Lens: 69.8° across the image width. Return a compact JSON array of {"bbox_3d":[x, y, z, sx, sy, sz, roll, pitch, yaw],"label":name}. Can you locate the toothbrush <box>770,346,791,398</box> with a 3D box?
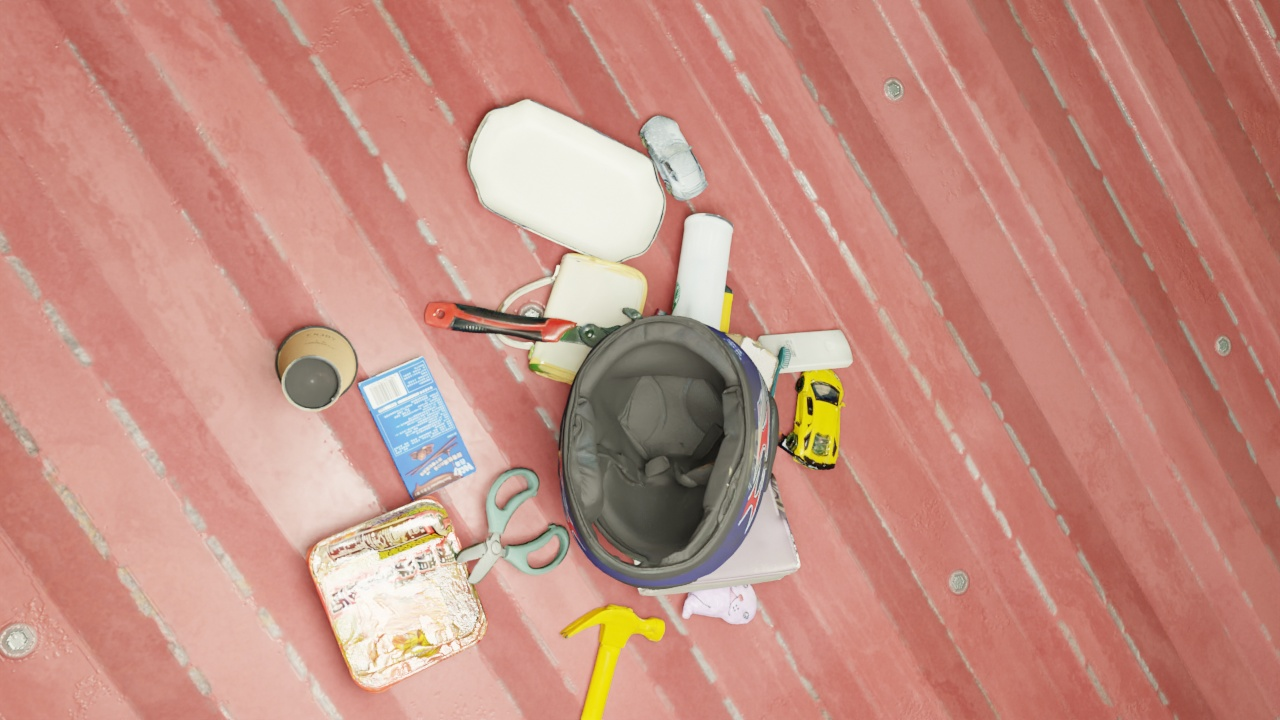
[{"bbox_3d":[0.177,0.075,1.250,0.018,0.016,0.192,8,99,-23],"label":"toothbrush"}]

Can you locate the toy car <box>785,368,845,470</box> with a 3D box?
[{"bbox_3d":[0.247,0.077,1.277,0.071,0.041,0.155,17,69,-19],"label":"toy car"}]

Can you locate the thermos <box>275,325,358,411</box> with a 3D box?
[{"bbox_3d":[-0.366,0.012,1.032,0.093,0.143,0.093,-3,99,-16],"label":"thermos"}]

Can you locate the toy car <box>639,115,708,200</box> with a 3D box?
[{"bbox_3d":[0.046,-0.276,1.246,0.054,0.037,0.120,-31,93,-18],"label":"toy car"}]

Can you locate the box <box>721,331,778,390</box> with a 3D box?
[{"bbox_3d":[0.117,0.046,1.217,0.089,0.062,0.184,31,74,-37],"label":"box"}]

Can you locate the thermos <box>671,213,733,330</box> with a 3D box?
[{"bbox_3d":[0.073,-0.078,1.204,0.073,0.073,0.224,15,72,-17],"label":"thermos"}]

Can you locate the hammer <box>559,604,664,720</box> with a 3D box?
[{"bbox_3d":[-0.065,0.457,1.151,0.128,0.033,0.300,18,80,-16],"label":"hammer"}]

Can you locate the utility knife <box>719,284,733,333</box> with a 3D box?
[{"bbox_3d":[0.102,-0.024,1.255,0.033,0.015,0.173,10,84,-12],"label":"utility knife"}]

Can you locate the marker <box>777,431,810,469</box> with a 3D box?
[{"bbox_3d":[0.200,0.115,1.279,0.124,0.015,0.018,37,78,-15],"label":"marker"}]

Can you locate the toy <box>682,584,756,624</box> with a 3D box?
[{"bbox_3d":[0.107,0.312,1.219,0.108,0.039,0.083,17,59,-15],"label":"toy"}]

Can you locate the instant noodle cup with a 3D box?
[{"bbox_3d":[-0.280,0.269,1.068,0.164,0.079,0.189,-21,91,-19],"label":"instant noodle cup"}]

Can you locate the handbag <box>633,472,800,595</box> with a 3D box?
[{"bbox_3d":[0.088,0.220,1.187,0.196,0.099,0.144,-1,70,-18],"label":"handbag"}]

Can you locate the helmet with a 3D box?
[{"bbox_3d":[0.031,0.113,1.035,0.247,0.240,0.314,1,65,9],"label":"helmet"}]

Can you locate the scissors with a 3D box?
[{"bbox_3d":[-0.148,0.223,1.116,0.169,0.019,0.177,49,44,-20],"label":"scissors"}]

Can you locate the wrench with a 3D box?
[{"bbox_3d":[-0.131,-0.045,1.137,0.273,0.016,0.056,4,80,-1],"label":"wrench"}]

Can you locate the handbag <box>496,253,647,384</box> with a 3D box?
[{"bbox_3d":[-0.093,-0.054,1.176,0.179,0.063,0.163,17,80,-2],"label":"handbag"}]

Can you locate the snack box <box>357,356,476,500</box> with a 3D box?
[{"bbox_3d":[-0.271,0.082,1.113,0.084,0.026,0.157,-25,94,-19],"label":"snack box"}]

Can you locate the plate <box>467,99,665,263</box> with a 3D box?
[{"bbox_3d":[-0.095,-0.227,1.193,0.265,0.034,0.162,22,80,-16],"label":"plate"}]

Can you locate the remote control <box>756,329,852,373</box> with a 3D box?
[{"bbox_3d":[0.231,-0.012,1.286,0.135,0.019,0.056,-5,61,-20],"label":"remote control"}]

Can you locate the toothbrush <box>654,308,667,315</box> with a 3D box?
[{"bbox_3d":[-0.007,0.007,1.192,0.017,0.016,0.187,25,62,3],"label":"toothbrush"}]
